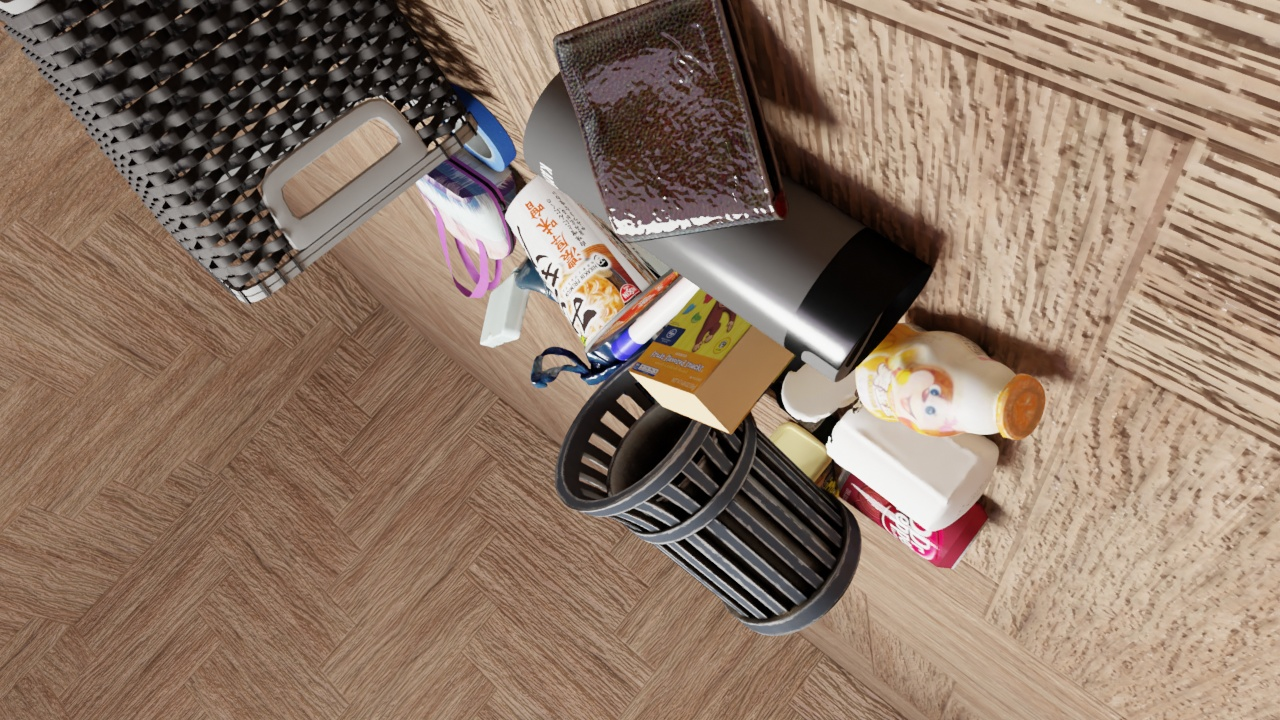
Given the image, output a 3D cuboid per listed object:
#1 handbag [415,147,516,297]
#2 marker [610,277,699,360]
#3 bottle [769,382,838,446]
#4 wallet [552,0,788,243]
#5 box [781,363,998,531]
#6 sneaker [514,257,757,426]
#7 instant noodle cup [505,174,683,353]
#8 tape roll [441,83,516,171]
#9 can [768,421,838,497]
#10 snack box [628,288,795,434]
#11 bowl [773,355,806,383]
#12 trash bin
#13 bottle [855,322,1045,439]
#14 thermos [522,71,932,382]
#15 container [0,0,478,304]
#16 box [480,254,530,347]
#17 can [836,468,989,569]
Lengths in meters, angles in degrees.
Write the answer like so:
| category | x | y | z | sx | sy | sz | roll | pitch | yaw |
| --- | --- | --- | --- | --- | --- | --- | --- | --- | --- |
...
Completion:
| category | x | y | z | sx | sy | sz | roll | pitch | yaw |
| --- | --- | --- | --- | --- | --- | --- | --- | --- | --- |
| handbag | -0.180 | -0.135 | 0.961 | 0.144 | 0.067 | 0.170 | 36 | 145 | 24 |
| marker | 0.022 | -0.043 | 0.737 | 0.020 | 0.020 | 0.142 | 42 | 133 | -7 |
| bottle | 0.143 | 0.041 | 0.832 | 0.106 | 0.025 | 0.025 | 40 | 168 | 1 |
| wallet | 0.014 | -0.121 | 0.471 | 0.100 | 0.031 | 0.120 | -4 | 115 | 33 |
| box | 0.171 | 0.047 | 0.655 | 0.161 | 0.081 | 0.092 | 37 | 180 | 24 |
| sneaker | -0.005 | 0.005 | 0.852 | 0.294 | 0.127 | 0.120 | 46 | -162 | -17 |
| instant noodle cup | -0.034 | -0.092 | 0.718 | 0.122 | 0.123 | 0.124 | 50 | 168 | 2 |
| tape roll | -0.156 | -0.216 | 0.855 | 0.091 | 0.016 | 0.093 | 45 | 167 | -19 |
| can | 0.143 | 0.141 | 0.946 | 0.072 | 0.130 | 0.101 | 34 | 164 | 28 |
| snack box | 0.064 | -0.020 | 0.617 | 0.040 | 0.125 | 0.088 | 46 | 167 | -26 |
| bowl | 0.088 | -0.016 | 0.733 | 0.124 | 0.052 | 0.124 | 39 | 168 | 10 |
| trash bin | 0.067 | 0.116 | 0.769 | 0.227 | 0.164 | 0.164 | 43 | 169 | -27 |
| bottle | 0.180 | 0.015 | 0.539 | 0.063 | 0.063 | 0.109 | 48 | 166 | -31 |
| thermos | 0.046 | -0.086 | 0.545 | 0.240 | 0.082 | 0.082 | 37 | 168 | 18 |
| container | -0.332 | -0.240 | 0.747 | 0.246 | 0.247 | 0.244 | 29 | 155 | 46 |
| box | -0.135 | -0.080 | 0.996 | 0.043 | 0.136 | 0.197 | 25 | 172 | -15 |
| can | 0.225 | 0.118 | 0.763 | 0.114 | 0.063 | 0.063 | 36 | 167 | 22 |
